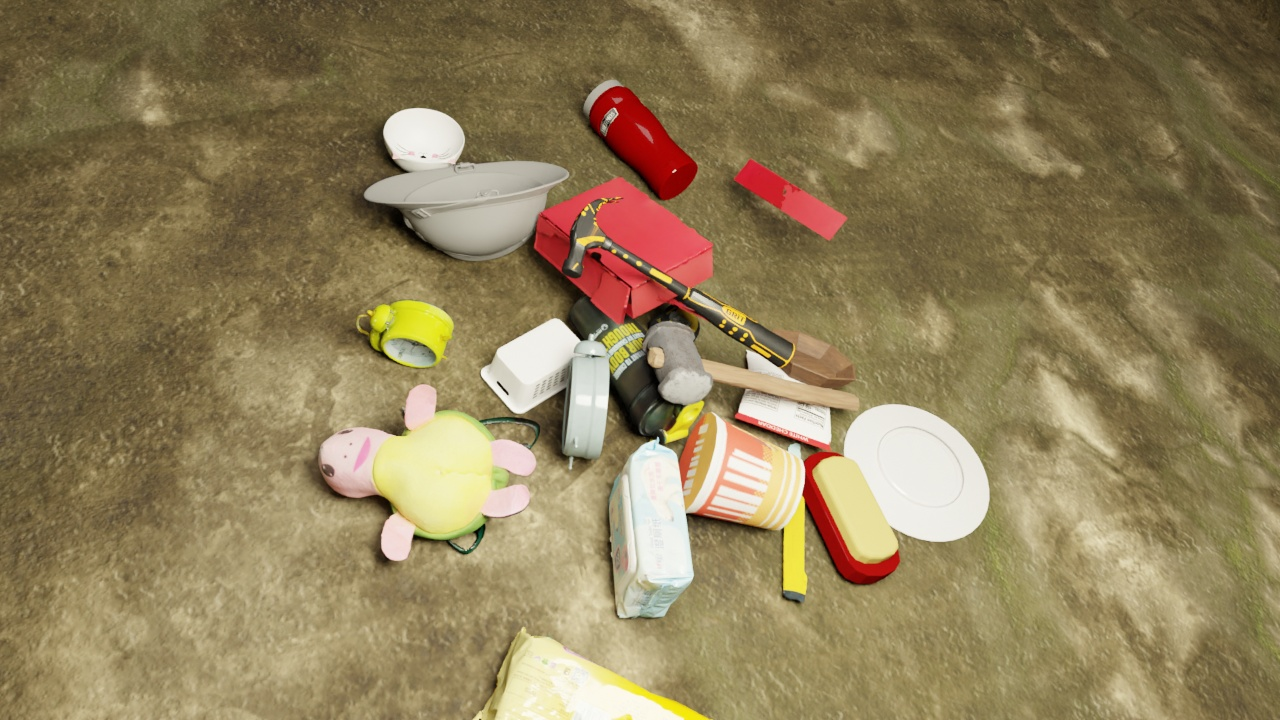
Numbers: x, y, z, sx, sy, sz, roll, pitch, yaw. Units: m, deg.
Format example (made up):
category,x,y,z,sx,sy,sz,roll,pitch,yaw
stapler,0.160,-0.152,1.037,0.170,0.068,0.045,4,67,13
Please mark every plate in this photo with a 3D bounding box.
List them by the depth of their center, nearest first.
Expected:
category,x,y,z,sx,sy,sz,roll,pitch,yaw
plate,0.373,0.143,1.228,0.208,0.015,0.208,8,53,-11
plate,0.232,0.001,1.260,0.131,0.025,0.131,18,25,-9

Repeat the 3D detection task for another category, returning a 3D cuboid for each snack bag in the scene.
category,x,y,z,sx,sy,sz,roll,pitch,yaw
snack bag,-0.046,0.377,0.900,0.247,0.068,0.159,25,51,2
snack bag,0.196,0.049,1.226,0.131,0.039,0.143,20,39,-3

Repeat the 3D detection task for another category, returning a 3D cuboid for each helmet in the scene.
category,x,y,z,sx,sy,sz,roll,pitch,yaw
helmet,-0.226,-0.191,1.242,0.270,0.118,0.183,-12,28,-17

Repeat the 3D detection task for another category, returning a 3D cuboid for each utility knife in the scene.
category,x,y,z,sx,sy,sz,roll,pitch,yaw
utility knife,0.192,0.194,1.136,0.030,0.019,0.224,17,53,-10

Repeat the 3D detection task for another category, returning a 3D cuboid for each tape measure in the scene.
category,x,y,z,sx,sy,sz,roll,pitch,yaw
tape measure,0.051,-0.048,1.263,0.061,0.034,0.061,39,54,11

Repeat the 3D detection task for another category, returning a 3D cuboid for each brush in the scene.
category,x,y,z,sx,sy,sz,roll,pitch,yaw
brush,0.260,0.188,1.137,0.082,0.042,0.173,-3,55,-30

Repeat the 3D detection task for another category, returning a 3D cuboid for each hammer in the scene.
category,x,y,z,sx,sy,sz,roll,pitch,yaw
hammer,0.056,-0.082,1.088,0.320,0.036,0.123,30,61,-20
hammer,0.149,0.028,1.139,0.328,0.052,0.098,13,38,-30

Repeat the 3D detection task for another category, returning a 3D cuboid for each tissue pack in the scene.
category,x,y,z,sx,sy,sz,roll,pitch,yaw
tissue pack,0.006,0.189,1.026,0.070,0.112,0.181,3,53,-16

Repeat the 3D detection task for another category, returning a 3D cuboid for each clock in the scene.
category,x,y,z,sx,sy,sz,roll,pitch,yaw
clock,-0.066,0.044,1.102,0.045,0.123,0.159,5,63,-8
clock,-0.288,-0.036,1.125,0.119,0.083,0.057,15,59,-8

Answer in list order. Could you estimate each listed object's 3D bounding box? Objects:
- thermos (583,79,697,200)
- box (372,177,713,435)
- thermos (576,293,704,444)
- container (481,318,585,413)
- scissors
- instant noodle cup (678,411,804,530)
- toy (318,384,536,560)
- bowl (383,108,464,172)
category,x,y,z,sx,sy,sz,roll,pitch,yaw
thermos,0.006,-0.349,1.446,0.107,0.084,0.198,-18,62,-49
box,-0.130,-0.027,1.190,0.214,0.479,0.171,42,8,38
thermos,-0.007,0.007,1.171,0.098,0.098,0.220,-22,57,-29
container,-0.128,0.001,1.163,0.129,0.050,0.081,-32,68,-33
scissors,-0.199,0.118,1.080,0.203,0.015,0.201,-25,67,-29
instant noodle cup,0.120,0.140,1.097,0.121,0.124,0.123,20,51,-11
toy,-0.235,0.123,1.003,0.238,0.088,0.190,5,79,-1
bowl,-0.316,-0.310,1.337,0.114,0.051,0.114,8,53,-11
